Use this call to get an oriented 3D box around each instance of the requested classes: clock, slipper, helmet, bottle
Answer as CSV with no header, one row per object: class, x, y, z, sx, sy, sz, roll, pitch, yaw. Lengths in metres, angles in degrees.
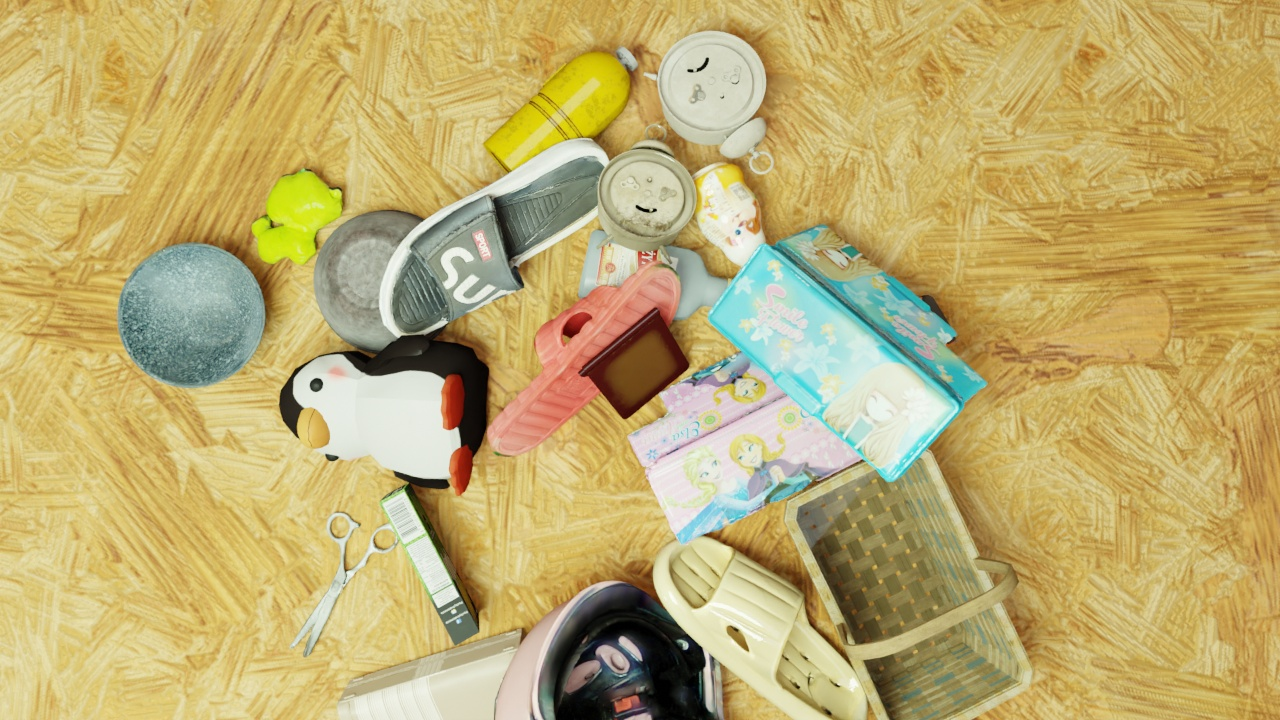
clock,0.080,-0.246,0.905,0.103,0.061,0.157,-33,82,-4
slipper,0.130,0.250,0.861,0.261,0.111,0.079,43,126,-4
helmet,-0.034,0.329,0.821,0.153,0.229,0.255,-21,97,42
bottle,0.024,-0.078,0.904,0.161,0.046,0.072,12,88,-1
slipper,-0.060,-0.008,0.867,0.249,0.103,0.059,-46,62,17
bottle,0.088,-0.137,0.897,0.063,0.063,0.109,-26,86,-3
clock,0.005,-0.165,0.881,0.093,0.055,0.140,11,70,-5
slipper,-0.125,-0.109,0.852,0.263,0.111,0.063,-38,51,-17
bottle,-0.071,-0.242,0.895,0.164,0.071,0.071,-44,90,-3

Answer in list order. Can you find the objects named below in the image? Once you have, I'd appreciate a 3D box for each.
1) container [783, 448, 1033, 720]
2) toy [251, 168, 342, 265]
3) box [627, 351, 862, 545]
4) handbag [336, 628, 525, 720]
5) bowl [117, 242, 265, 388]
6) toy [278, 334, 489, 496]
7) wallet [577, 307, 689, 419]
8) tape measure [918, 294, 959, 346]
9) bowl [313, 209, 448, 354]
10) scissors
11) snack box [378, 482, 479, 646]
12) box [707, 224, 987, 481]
container,0.242,0.212,0.830,0.157,0.186,0.250,-25,89,-3
toy,-0.337,-0.140,0.901,0.094,0.036,0.093,0,93,5
box,0.107,0.058,0.871,0.230,0.063,0.160,-26,68,-3
handbag,-0.172,0.383,0.887,0.175,0.062,0.198,-16,97,-2
bowl,-0.420,-0.041,0.883,0.137,0.057,0.137,0,88,-2
toy,-0.242,0.039,0.868,0.184,0.139,0.159,3,120,7
wallet,-0.005,0.005,0.869,0.091,0.115,0.018,-39,60,-3
tape measure,0.275,-0.029,0.916,0.058,0.038,0.058,-32,90,-16
bowl,-0.251,-0.080,0.885,0.145,0.067,0.145,0,88,-2
scissors,-0.283,0.217,0.901,0.118,0.014,0.161,3,85,-1
snack box,-0.197,0.189,0.866,0.025,0.080,0.147,-28,92,-11
box,0.194,-0.025,0.824,0.170,0.085,0.227,-42,70,-12
